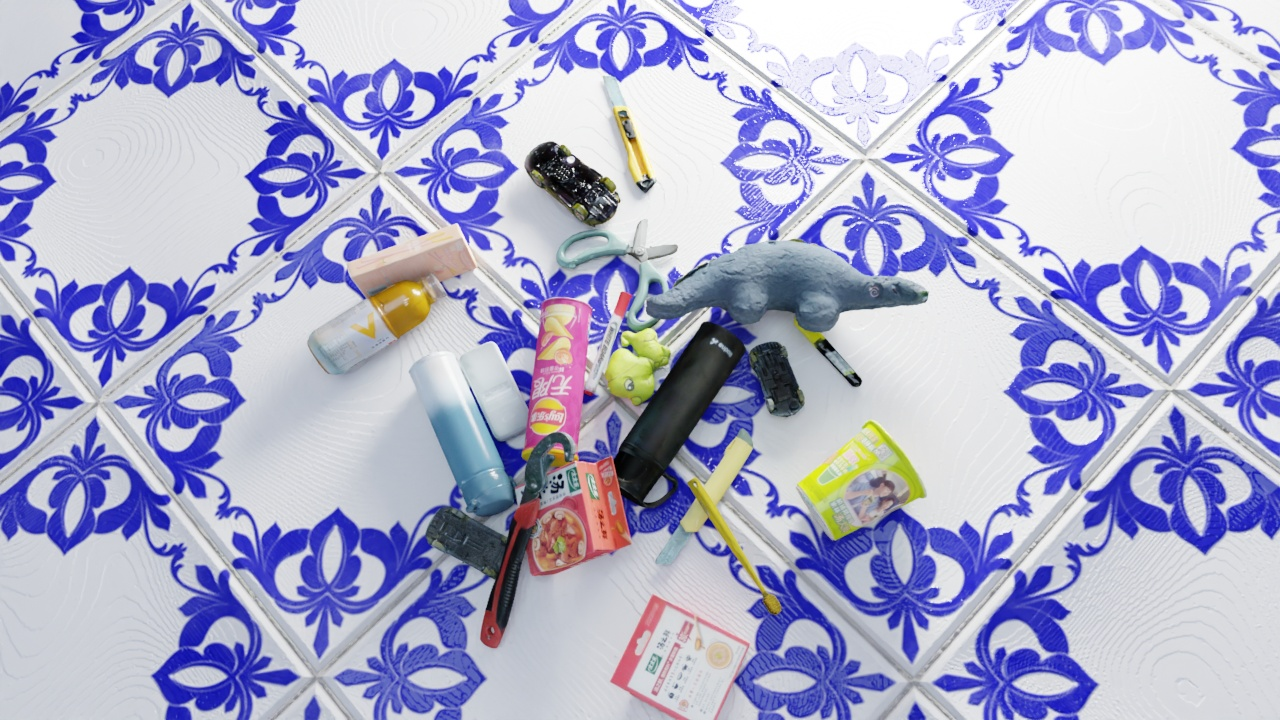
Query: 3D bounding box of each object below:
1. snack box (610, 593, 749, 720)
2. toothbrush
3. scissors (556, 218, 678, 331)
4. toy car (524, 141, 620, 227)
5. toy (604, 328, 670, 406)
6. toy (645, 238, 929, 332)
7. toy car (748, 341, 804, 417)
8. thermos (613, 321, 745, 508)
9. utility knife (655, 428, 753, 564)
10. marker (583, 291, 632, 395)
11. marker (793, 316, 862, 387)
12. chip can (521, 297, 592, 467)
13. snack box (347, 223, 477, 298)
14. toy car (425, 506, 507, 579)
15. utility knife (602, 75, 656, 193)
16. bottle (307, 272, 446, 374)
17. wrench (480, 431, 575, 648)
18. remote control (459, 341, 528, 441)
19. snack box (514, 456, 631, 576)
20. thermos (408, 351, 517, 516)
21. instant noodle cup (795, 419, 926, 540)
[{"bbox_3d":[0.046,0.352,1.063,0.127,0.044,0.113,25,74,11],"label":"snack box"},{"bbox_3d":[0.114,0.223,1.111,0.015,0.017,0.190,-30,76,-12],"label":"toothbrush"},{"bbox_3d":[-0.030,-0.116,1.260,0.171,0.019,0.169,-6,68,1],"label":"scissors"},{"bbox_3d":[-0.097,-0.252,1.303,0.158,0.042,0.070,42,77,16],"label":"toy car"},{"bbox_3d":[-0.007,0.007,1.204,0.100,0.031,0.096,-33,71,-13],"label":"toy"},{"bbox_3d":[0.185,-0.098,1.188,0.356,0.091,0.137,0,38,2],"label":"toy"},{"bbox_3d":[0.175,0.026,1.183,0.049,0.031,0.105,-17,68,-2],"label":"toy car"},{"bbox_3d":[0.050,0.072,1.164,0.090,0.068,0.242,38,76,-16],"label":"thermos"},{"bbox_3d":[0.082,0.171,1.142,0.031,0.021,0.204,31,68,19],"label":"utility knife"},{"bbox_3d":[-0.044,-0.023,1.215,0.017,0.017,0.145,19,80,11],"label":"marker"},{"bbox_3d":[0.245,-0.013,1.204,0.018,0.015,0.124,-38,74,-8],"label":"marker"},{"bbox_3d":[-0.105,0.027,1.182,0.071,0.071,0.210,3,69,5],"label":"chip can"},{"bbox_3d":[-0.308,-0.129,1.249,0.157,0.084,0.026,-21,66,-4],"label":"snack box"},{"bbox_3d":[-0.207,0.226,1.134,0.120,0.037,0.054,27,72,3],"label":"toy car"},{"bbox_3d":[-0.020,-0.337,1.344,0.033,0.015,0.216,-17,69,-5],"label":"utility knife"},{"bbox_3d":[-0.350,-0.054,1.231,0.189,0.068,0.068,-33,71,-8],"label":"bottle"},{"bbox_3d":[-0.141,0.213,1.099,0.056,0.016,0.273,21,92,31],"label":"wrench"},{"bbox_3d":[-0.190,0.040,1.210,0.056,0.020,0.136,-27,69,-7],"label":"remote control"},{"bbox_3d":[-0.083,0.186,1.104,0.127,0.044,0.113,-27,65,29],"label":"snack box"},{"bbox_3d":[-0.226,0.094,1.171,0.070,0.070,0.220,-26,71,-6],"label":"thermos"},{"bbox_3d":[0.257,0.150,1.097,0.123,0.112,0.111,-33,70,-1],"label":"instant noodle cup"}]
